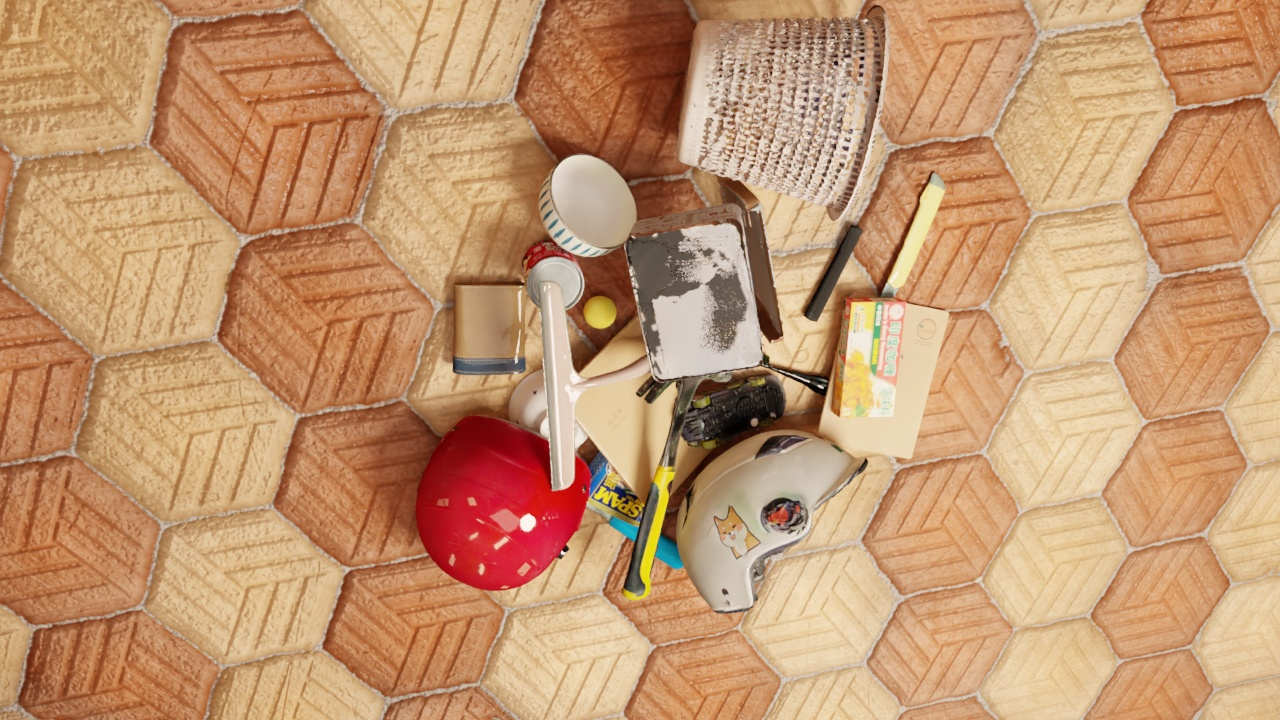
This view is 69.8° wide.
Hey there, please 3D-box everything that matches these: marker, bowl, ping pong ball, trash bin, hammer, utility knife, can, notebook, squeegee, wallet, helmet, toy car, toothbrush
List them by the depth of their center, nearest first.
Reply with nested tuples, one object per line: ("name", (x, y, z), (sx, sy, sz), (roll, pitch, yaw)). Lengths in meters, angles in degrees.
("trash bin", (0.143, -0.277, 0.992), (0.192, 0.227, 0.228), (8, 111, -1))
("bowl", (-0.068, -0.169, 1.049), (0.116, 0.116, 0.066), (34, 146, -21))
("can", (-0.103, -0.101, 1.066), (0.066, 0.093, 0.067), (-4, 112, -9))
("squeegee", (-0.006, 0.006, 1.090), (0.248, 0.040, 0.248), (-19, 114, -41))
("wallet", (-0.183, -0.039, 1.111), (0.090, 0.033, 0.115), (-1, 111, -13))
("helmet", (-0.186, 0.197, 1.118), (0.207, 0.143, 0.241), (25, 120, 3))
("ping pong ball", (-0.050, -0.059, 1.122), (0.040, 0.040, 0.040), (-4, 113, -10))
("hammer", (0.024, 0.149, 1.134), (0.126, 0.032, 0.324), (1, 110, -40))
("bowl", (-0.105, 0.074, 1.154), (0.118, 0.064, 0.118), (-4, 113, -9))
("notebook", (0.005, 0.072, 1.164), (0.149, 0.012, 0.211), (-46, 114, -21))
("marker", (0.246, -0.110, 1.170), (0.020, 0.022, 0.132), (30, 107, 17))
("utility knife", (0.343, -0.138, 1.176), (0.031, 0.021, 0.207), (17, 99, -17))
("helmet", (0.146, 0.185, 1.185), (0.157, 0.229, 0.274), (40, 100, 11))
("toy car", (0.120, 0.065, 1.197), (0.158, 0.042, 0.070), (-17, 103, -21))
("can", (-0.022, 0.158, 1.209), (0.102, 0.057, 0.083), (30, 101, -21))
("notebook", (0.322, 0.023, 1.226), (0.147, 0.008, 0.208), (10, 99, -15))
("toothbrush", (0.243, 0.032, 1.227), (0.212, 0.026, 0.027), (20, 78, -17))
("utility knife", (-0.009, 0.231, 1.261), (0.204, 0.018, 0.034), (37, 103, -24))

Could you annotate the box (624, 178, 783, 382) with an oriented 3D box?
("box", (0.078, -0.102, 1.066), (0.157, 0.193, 0.183), (-9, 111, 7))

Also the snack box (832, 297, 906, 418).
("snack box", (0.296, -0.003, 1.191), (0.077, 0.027, 0.156), (-1, 105, -13))
